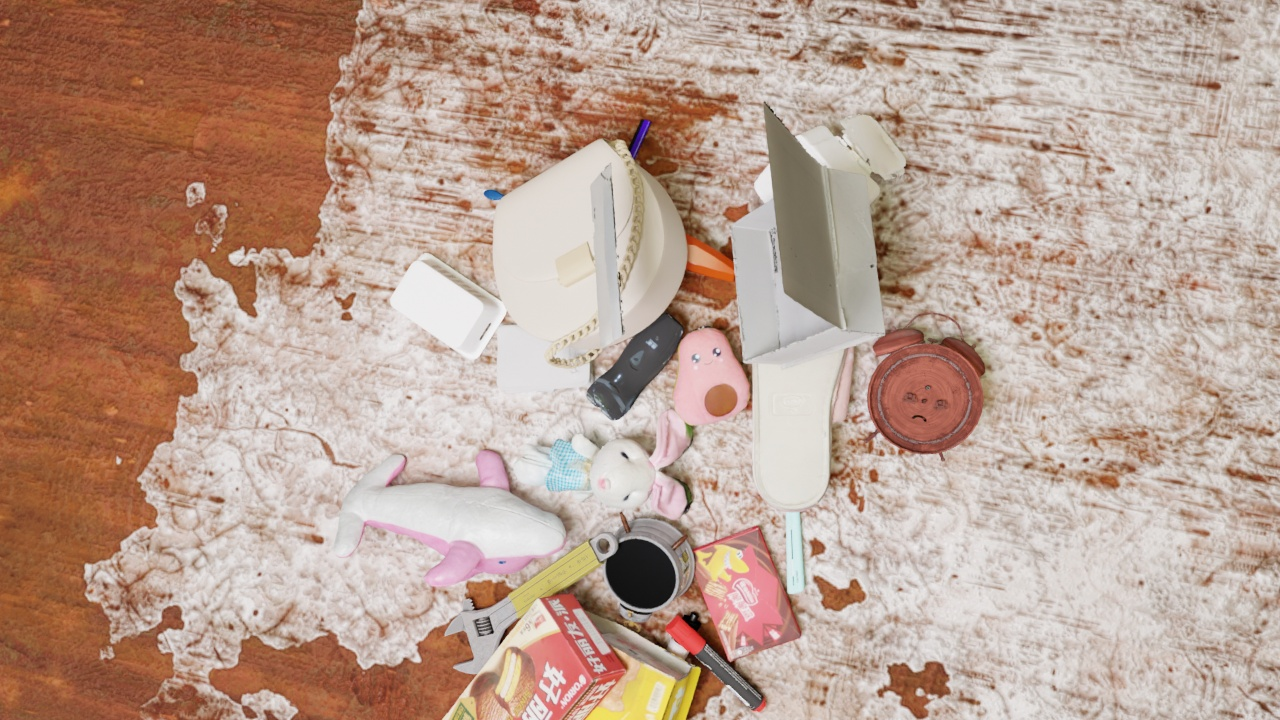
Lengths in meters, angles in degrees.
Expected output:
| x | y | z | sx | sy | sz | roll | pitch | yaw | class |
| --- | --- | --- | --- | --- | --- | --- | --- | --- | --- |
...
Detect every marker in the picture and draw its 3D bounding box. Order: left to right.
| x | y | z | sx | sy | sz | roll | pitch | yaw | class |
| --- | --- | --- | --- | --- | --- | --- | --- | --- | --- |
| 0.036 | 0.349 | 1.063 | 0.025 | 0.025 | 0.126 | 26 | 94 | 7 | marker |
| 0.087 | 0.347 | 1.042 | 0.145 | 0.021 | 0.024 | 45 | 119 | -7 | marker |

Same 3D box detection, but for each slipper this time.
| x | y | z | sx | sy | sz | roll | pitch | yaw | class |
| --- | --- | --- | --- | --- | --- | --- | --- | --- | --- |
| 0.177 | 0.032 | 1.025 | 0.114 | 0.054 | 0.274 | 6 | 81 | 12 | slipper |

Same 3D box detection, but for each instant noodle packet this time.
| x | y | z | sx | sy | sz | roll | pitch | yaw | class |
| --- | --- | --- | --- | --- | --- | --- | --- | --- | --- |
| -0.059 | 0.381 | 1.050 | 0.222 | 0.084 | 0.163 | 21 | 97 | 29 | instant noodle packet |

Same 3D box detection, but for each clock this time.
| x | y | z | sx | sy | sz | roll | pitch | yaw | class |
| --- | --- | --- | --- | --- | --- | --- | --- | --- | --- |
| 0.004 | 0.248 | 1.051 | 0.104 | 0.056 | 0.148 | 17 | 105 | 16 | clock |
| 0.308 | 0.025 | 0.998 | 0.120 | 0.072 | 0.157 | 13 | 93 | 8 | clock |

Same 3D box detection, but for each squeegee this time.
| x | y | z | sx | sy | sz | roll | pitch | yaw | class |
| --- | --- | --- | --- | --- | --- | --- | --- | --- | --- |
| 0.027 | -0.134 | 1.047 | 0.185 | 0.055 | 0.249 | 25 | 94 | 16 | squeegee |

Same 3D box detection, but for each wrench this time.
| x | y | z | sx | sy | sz | roll | pitch | yaw | class |
| --- | --- | --- | --- | --- | --- | --- | --- | --- | --- |
| -0.128 | 0.278 | 1.064 | 0.274 | 0.018 | 0.083 | -36 | 78 | 20 | wrench |

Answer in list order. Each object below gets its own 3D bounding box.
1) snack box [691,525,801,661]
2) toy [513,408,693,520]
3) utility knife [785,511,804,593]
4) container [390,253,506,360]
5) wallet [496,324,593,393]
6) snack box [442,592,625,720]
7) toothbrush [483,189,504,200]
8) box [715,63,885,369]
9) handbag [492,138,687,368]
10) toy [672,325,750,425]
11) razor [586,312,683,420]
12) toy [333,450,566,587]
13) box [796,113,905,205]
| x | y | z | sx | sy | sz | roll | pitch | yaw | class |
| --- | --- | --- | --- | --- | --- | --- | --- | --- | --- |
| 0.119 | 0.267 | 1.052 | 0.089 | 0.021 | 0.133 | -22 | 87 | 9 | snack box |
| -0.045 | 0.119 | 1.032 | 0.205 | 0.105 | 0.131 | 3 | 95 | 8 | toy |
| 0.175 | 0.202 | 1.048 | 0.022 | 0.015 | 0.129 | -3 | 88 | 40 | utility knife |
| -0.234 | -0.065 | 1.089 | 0.129 | 0.049 | 0.081 | 34 | 95 | 7 | container |
| -0.112 | -0.004 | 1.084 | 0.116 | 0.032 | 0.086 | 0 | 79 | 10 | wallet |
| -0.127 | 0.381 | 1.023 | 0.113 | 0.060 | 0.237 | 49 | 114 | 30 | snack box |
| -0.121 | -0.185 | 1.092 | 0.135 | 0.017 | 0.021 | 12 | 96 | 6 | toothbrush |
| 0.147 | -0.106 | 0.839 | 0.150 | 0.369 | 0.166 | -6 | 77 | 9 | box |
| -0.056 | -0.120 | 1.015 | 0.211 | 0.103 | 0.208 | -26 | 72 | 21 | handbag |
| 0.075 | 0.017 | 1.043 | 0.090 | 0.051 | 0.110 | -14 | 85 | 3 | toy |
| -0.006 | 0.006 | 1.045 | 0.053 | 0.063 | 0.141 | 41 | 107 | 7 | razor |
| -0.216 | 0.203 | 1.068 | 0.266 | 0.186 | 0.128 | 11 | 132 | 7 | toy |
| 0.222 | -0.212 | 1.018 | 0.109 | 0.136 | 0.124 | 48 | 137 | 4 | box |
